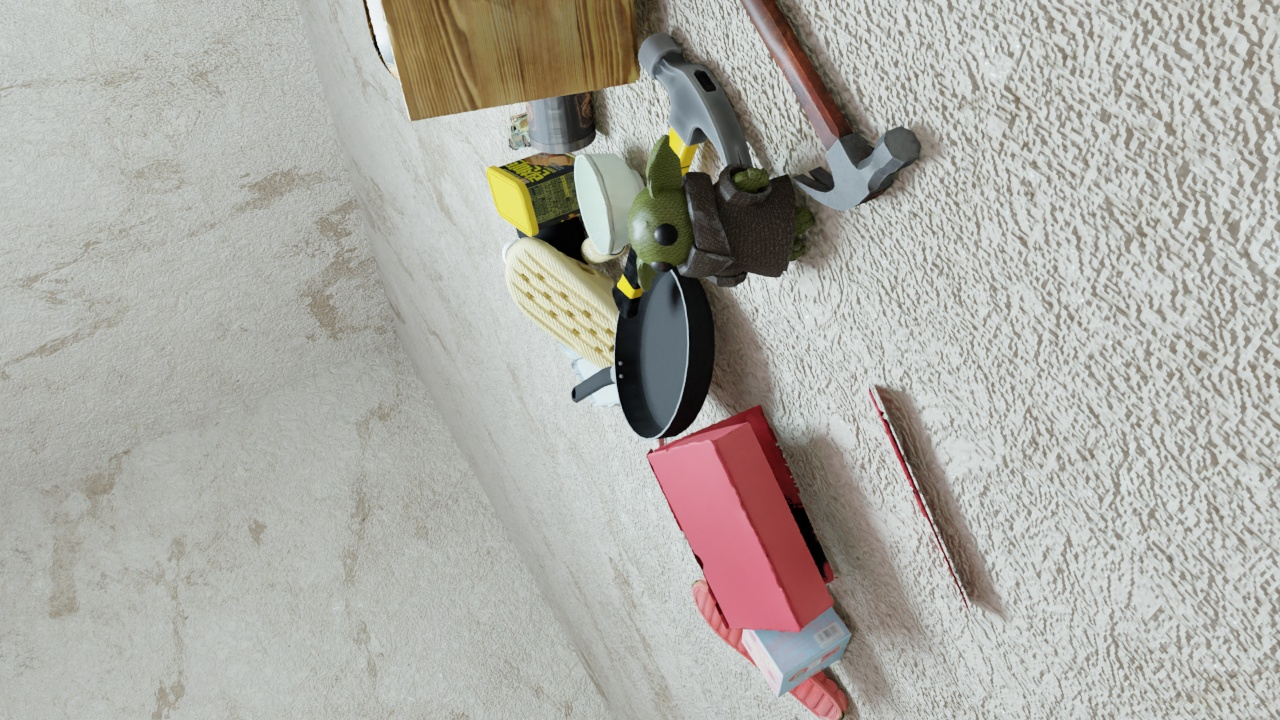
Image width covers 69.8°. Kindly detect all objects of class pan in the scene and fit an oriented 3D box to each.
[{"bbox_3d":[-0.006,0.006,1.106,0.357,0.044,0.204,149,120,-63],"label":"pan"}]

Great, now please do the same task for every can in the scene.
[{"bbox_3d":[-0.048,-0.146,1.179,0.038,0.038,0.080,68,161,-6],"label":"can"},{"bbox_3d":[-0.129,-0.225,1.204,0.131,0.101,0.073,38,146,54],"label":"can"}]

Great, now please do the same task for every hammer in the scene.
[{"bbox_3d":[0.021,-0.150,0.931,0.169,0.034,0.325,57,149,24],"label":"hammer"},{"bbox_3d":[0.101,-0.249,0.692,0.300,0.028,0.111,63,160,10],"label":"hammer"}]

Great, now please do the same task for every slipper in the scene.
[{"bbox_3d":[-0.068,-0.067,1.232,0.261,0.079,0.112,40,124,8],"label":"slipper"},{"bbox_3d":[0.169,0.354,1.170,0.249,0.059,0.104,36,147,27],"label":"slipper"}]

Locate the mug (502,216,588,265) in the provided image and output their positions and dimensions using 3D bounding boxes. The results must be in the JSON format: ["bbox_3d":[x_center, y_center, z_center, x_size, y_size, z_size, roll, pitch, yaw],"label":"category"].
[{"bbox_3d":[-0.130,-0.153,1.271,0.085,0.118,0.100,42,160,59],"label":"mug"}]

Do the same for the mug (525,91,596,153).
[{"bbox_3d":[-0.097,-0.318,1.071,0.115,0.080,0.107,-96,1,-49],"label":"mug"}]

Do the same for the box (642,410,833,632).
[{"bbox_3d":[0.084,0.182,1.106,0.214,0.138,0.468,64,168,0],"label":"box"}]

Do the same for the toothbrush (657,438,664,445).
[{"bbox_3d":[0.028,0.097,1.304,0.015,0.015,0.185,52,157,43],"label":"toothbrush"}]

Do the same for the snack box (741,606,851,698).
[{"bbox_3d":[0.174,0.316,1.044,0.079,0.093,0.095,55,165,31],"label":"snack box"}]

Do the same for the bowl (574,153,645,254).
[{"bbox_3d":[-0.029,-0.183,1.043,0.117,0.061,0.117,163,90,-75],"label":"bowl"}]

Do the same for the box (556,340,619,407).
[{"bbox_3d":[-0.081,-0.014,1.442,0.190,0.037,0.209,59,161,-4],"label":"box"}]

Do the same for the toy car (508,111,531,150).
[{"bbox_3d":[-0.151,-0.313,1.239,0.112,0.047,0.047,19,135,64],"label":"toy car"}]

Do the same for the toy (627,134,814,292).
[{"bbox_3d":[0.066,-0.112,0.778,0.180,0.152,0.078,97,171,-54],"label":"toy"}]

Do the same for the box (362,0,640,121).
[{"bbox_3d":[-0.166,-0.419,0.871,0.263,0.269,0.280,-111,11,-46],"label":"box"}]
